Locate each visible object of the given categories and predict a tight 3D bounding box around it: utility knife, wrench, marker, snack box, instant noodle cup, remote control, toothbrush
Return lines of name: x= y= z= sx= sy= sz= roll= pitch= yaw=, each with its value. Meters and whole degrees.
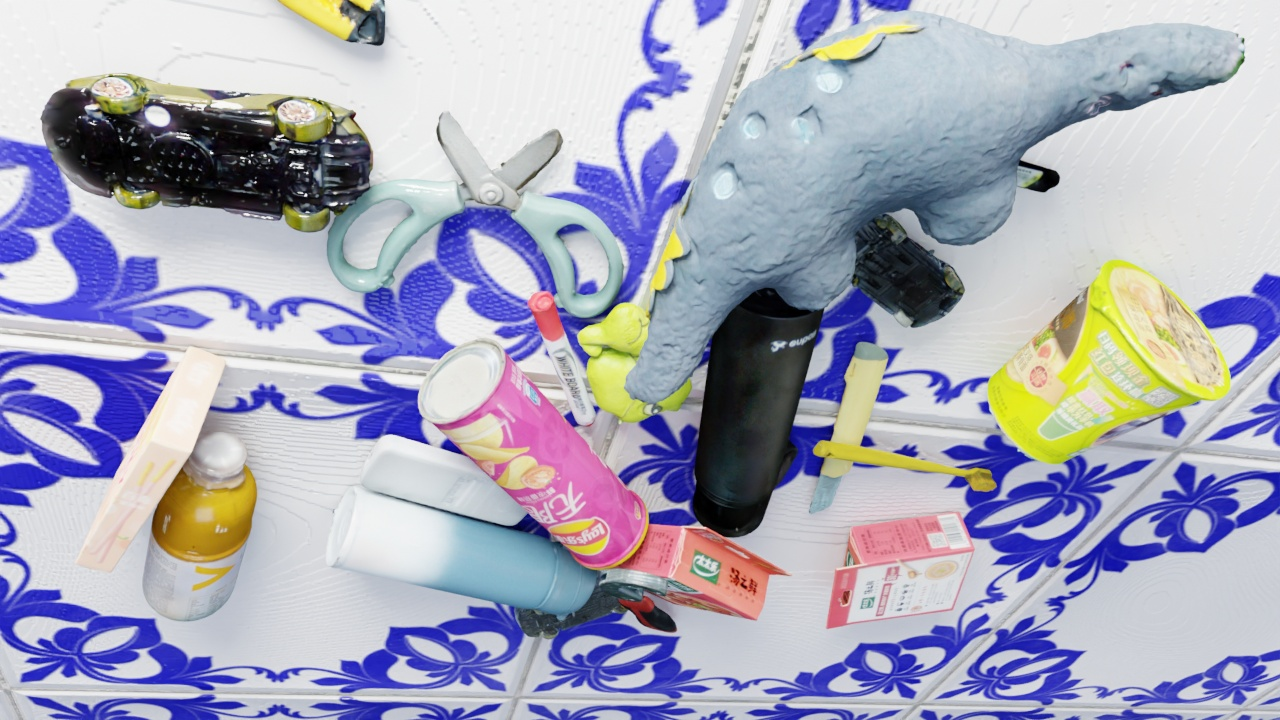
utility knife: x=-0.206 y=-0.206 z=0.403 sx=0.216 sy=0.015 sz=0.033 roll=29 pitch=122 yaw=-32
wrench: x=0.004 y=0.214 z=0.802 sx=0.056 sy=0.016 sz=0.274 roll=9 pitch=157 yaw=10
marker: x=0.201 y=-0.120 z=0.551 sx=0.124 sy=0.015 sz=0.018 roll=9 pitch=135 yaw=-20
snack box: x=0.041 y=0.175 z=0.766 sx=0.113 sy=0.044 sz=0.127 roll=33 pitch=155 yaw=-33
instant noodle cup: x=0.314 y=0.011 z=0.641 sx=0.111 sy=0.111 sz=0.124 roll=17 pitch=138 yaw=-23
utility knife: x=0.161 y=0.061 z=0.725 sx=0.031 sy=0.021 sz=0.205 roll=1 pitch=129 yaw=-4
snack box: x=0.233 y=0.197 z=0.855 sx=0.127 sy=0.044 sz=0.113 roll=-7 pitch=137 yaw=-2
marker: x=-0.051 y=0.004 z=0.624 sx=0.017 sy=0.017 sz=0.145 roll=-11 pitch=144 yaw=3
remote control: x=-0.146 y=0.094 z=0.715 sx=0.136 sy=0.020 sz=0.056 roll=20 pitch=128 yaw=-25
snack box: x=-0.330 y=0.069 z=0.617 sx=0.026 sy=0.084 sz=0.158 roll=27 pitch=126 yaw=-27
toothbrush: x=0.220 y=0.087 z=0.748 sx=0.190 sy=0.016 sz=0.016 roll=12 pitch=129 yaw=-27

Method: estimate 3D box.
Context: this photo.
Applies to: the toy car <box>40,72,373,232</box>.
toy car: x=-0.222 y=-0.111 z=0.478 sx=0.158 sy=0.042 sz=0.070 roll=5 pitch=134 yaw=-14

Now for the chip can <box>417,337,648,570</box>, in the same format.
chip can: x=-0.071 y=0.074 z=0.668 sx=0.071 sy=0.071 sz=0.210 roll=-23 pitch=134 yaw=15

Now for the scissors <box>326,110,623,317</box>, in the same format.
scissors: x=-0.093 y=-0.067 z=0.559 sx=0.172 sy=0.019 sz=0.170 roll=-31 pitch=130 yaw=21

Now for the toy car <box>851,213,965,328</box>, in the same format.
toy car: x=0.165 y=-0.059 z=0.593 sx=0.105 sy=0.031 sz=0.049 roll=31 pitch=125 yaw=-31

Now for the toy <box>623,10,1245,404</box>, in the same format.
toy: x=0.119 y=-0.103 z=0.486 sx=0.357 sy=0.091 sz=0.138 roll=-28 pitch=102 yaw=17

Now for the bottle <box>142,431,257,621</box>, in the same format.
bottle: x=-0.328 y=0.125 z=0.686 sx=0.068 sy=0.068 sz=0.190 roll=14 pitch=132 yaw=-21

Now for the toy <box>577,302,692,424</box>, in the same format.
toy: x=-0.004 y=0.004 z=0.635 sx=0.096 sy=0.031 sz=0.100 roll=13 pitch=128 yaw=-21

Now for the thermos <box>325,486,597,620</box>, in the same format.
thermos: x=-0.140 y=0.160 z=0.753 sx=0.220 sy=0.070 sz=0.070 roll=20 pitch=129 yaw=-27

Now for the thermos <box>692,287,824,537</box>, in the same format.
thermos: x=0.085 y=0.029 z=0.658 sx=0.089 sy=0.068 sz=0.243 roll=-27 pitch=144 yaw=-25

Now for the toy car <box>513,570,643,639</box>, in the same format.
toy car: x=-0.057 y=0.219 z=0.845 sx=0.120 sy=0.036 sz=0.054 roll=-14 pitch=136 yaw=-8
